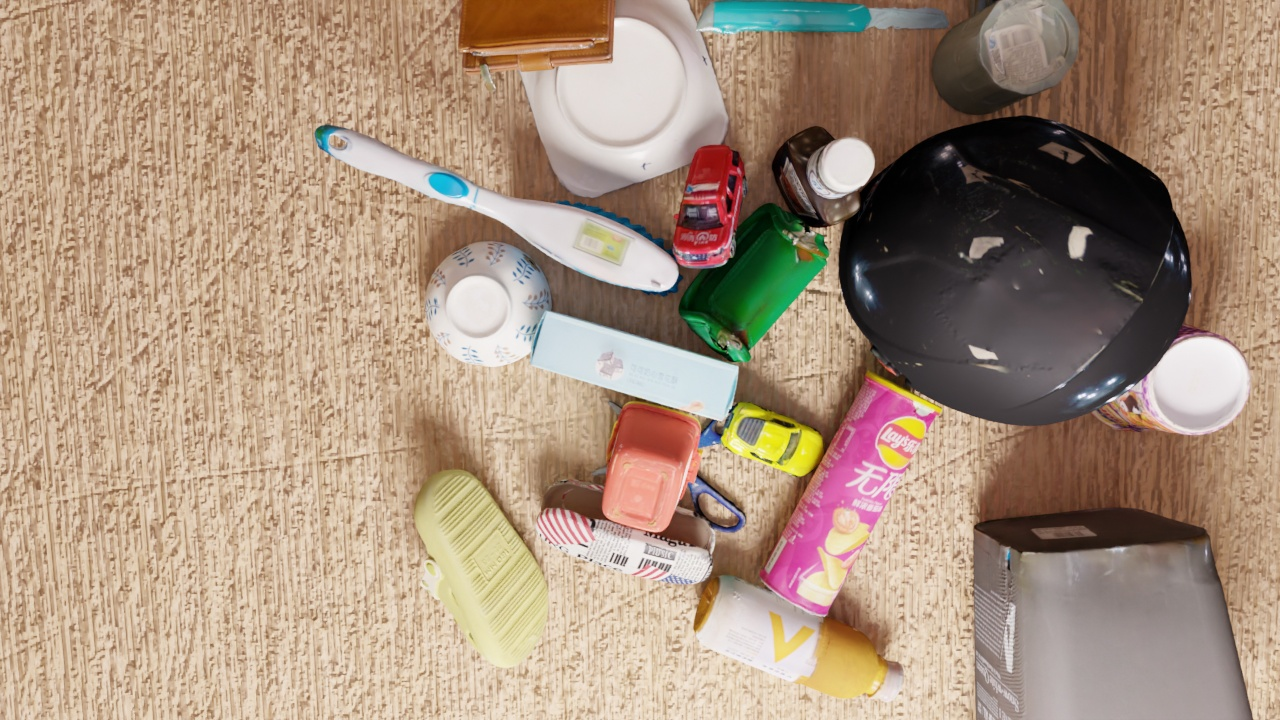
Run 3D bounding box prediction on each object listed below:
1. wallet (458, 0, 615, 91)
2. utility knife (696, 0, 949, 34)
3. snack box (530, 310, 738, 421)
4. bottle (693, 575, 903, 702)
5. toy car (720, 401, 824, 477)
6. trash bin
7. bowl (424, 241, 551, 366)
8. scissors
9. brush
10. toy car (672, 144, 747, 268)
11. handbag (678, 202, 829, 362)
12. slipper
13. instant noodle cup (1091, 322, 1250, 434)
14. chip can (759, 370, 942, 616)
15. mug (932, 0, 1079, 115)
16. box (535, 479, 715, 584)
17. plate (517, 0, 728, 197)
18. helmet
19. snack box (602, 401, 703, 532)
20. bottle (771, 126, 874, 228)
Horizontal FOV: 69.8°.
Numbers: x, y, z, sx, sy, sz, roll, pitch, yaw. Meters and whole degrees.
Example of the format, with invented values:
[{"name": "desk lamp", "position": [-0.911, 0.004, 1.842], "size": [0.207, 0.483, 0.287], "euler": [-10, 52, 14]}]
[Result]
[{"name": "wallet", "position": [-0.086, -0.288, 0.766], "size": [0.131, 0.035, 0.119], "euler": [0, 81, 12]}, {"name": "utility knife", "position": [0.158, -0.295, 0.793], "size": [0.221, 0.013, 0.029], "euler": [0, 99, -2]}, {"name": "snack box", "position": [-0.005, 0.005, 0.794], "size": [0.175, 0.074, 0.051], "euler": [16, 91, 2]}, {"name": "bottle", "position": [0.144, 0.256, 0.829], "size": [0.189, 0.068, 0.068], "euler": [23, 96, -2]}, {"name": "toy car", "position": [0.122, 0.072, 0.815], "size": [0.105, 0.032, 0.048], "euler": [22, 93, -23]}, {"name": "trash bin", "position": [0.381, 0.248, 0.770], "size": [0.198, 0.199, 0.219], "euler": [-7, 90, 2]}, {"name": "bowl", "position": [-0.138, -0.048, 0.804], "size": [0.113, 0.062, 0.113], "euler": [0, 97, 2]}, {"name": "scissors", "position": [0.043, 0.090, 0.841], "size": [0.176, 0.012, 0.162], "euler": [-29, 94, 6]}, {"name": "brush", "position": [-0.108, -0.126, 0.770], "size": [0.314, 0.109, 0.060], "euler": [22, 99, -2]}, {"name": "toy car", "position": [0.057, -0.131, 0.770], "size": [0.053, 0.045, 0.120], "euler": [-1, 58, 20]}, {"name": "handbag", "position": [0.096, -0.065, 0.769], "size": [0.068, 0.120, 0.131], "euler": [39, 94, -9]}, {"name": "slipper", "position": [-0.153, 0.185, 0.829], "size": [0.082, 0.091, 0.190], "euler": [-10, 110, 41]}, {"name": "instant noodle cup", "position": [0.450, 0.014, 0.782], "size": [0.111, 0.099, 0.111], "euler": [0, 96, -1]}, {"name": "chip can", "position": [0.184, 0.118, 0.812], "size": [0.071, 0.071, 0.210], "euler": [26, 97, -2]}, {"name": "mug", "position": [0.295, -0.270, 0.748], "size": [0.083, 0.103, 0.124], "euler": [-3, 98, 0]}, {"name": "box", "position": [-0.015, 0.165, 0.816], "size": [0.163, 0.081, 0.075], "euler": [16, 112, -3]}, {"name": "plate", "position": [-0.017, -0.237, 0.794], "size": [0.164, 0.034, 0.163], "euler": [-20, 96, 4]}, {"name": "helmet", "position": [0.283, -0.075, 0.720], "size": [0.275, 0.230, 0.233], "euler": [32, 94, 17]}, {"name": "snack box", "position": [0.008, 0.094, 0.787], "size": [0.082, 0.080, 0.091], "euler": [14, 118, 3]}, {"name": "bottle", "position": [0.144, -0.145, 0.719], "size": [0.044, 0.194, 0.080], "euler": [-28, 95, 4]}]
